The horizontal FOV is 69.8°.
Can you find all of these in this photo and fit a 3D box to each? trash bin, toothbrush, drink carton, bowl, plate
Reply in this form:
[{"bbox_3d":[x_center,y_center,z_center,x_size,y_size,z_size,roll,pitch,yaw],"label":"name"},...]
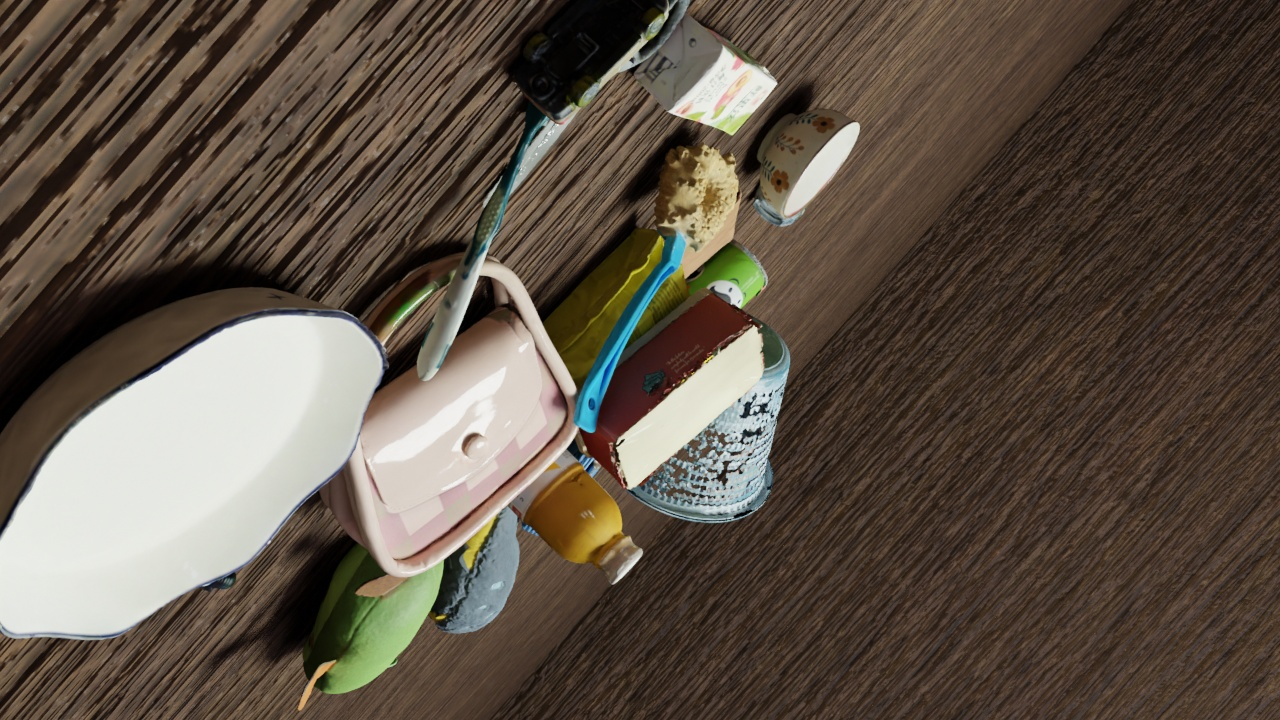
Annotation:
[{"bbox_3d":[0.081,0.049,1.115,0.225,0.226,0.195,-33,147,-49],"label":"trash bin"},{"bbox_3d":[-0.087,-0.074,0.525,0.192,0.016,0.018,-64,173,11],"label":"toothbrush"},{"bbox_3d":[0.046,-0.192,0.621,0.054,0.045,0.122,-48,167,22],"label":"drink carton"},{"bbox_3d":[0.154,-0.202,0.899,0.113,0.062,0.113,-46,166,-15],"label":"bowl"},{"bbox_3d":[-0.219,0.046,0.448,0.204,0.045,0.205,-46,165,-16],"label":"plate"}]

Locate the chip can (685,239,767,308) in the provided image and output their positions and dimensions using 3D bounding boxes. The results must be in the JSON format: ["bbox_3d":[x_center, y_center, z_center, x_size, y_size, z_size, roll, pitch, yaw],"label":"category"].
[{"bbox_3d":[0.035,-0.029,0.990,0.235,0.072,0.072,-44,166,-14],"label":"chip can"}]

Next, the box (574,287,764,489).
[{"bbox_3d":[0.029,0.028,0.767,0.168,0.079,0.091,-39,145,-18],"label":"box"}]

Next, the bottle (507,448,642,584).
[{"bbox_3d":[-0.077,0.106,0.762,0.068,0.189,0.068,-44,167,-13],"label":"bottle"}]

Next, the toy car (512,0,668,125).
[{"bbox_3d":[-0.025,-0.167,0.483,0.090,0.042,0.035,-47,176,-2],"label":"toy car"}]

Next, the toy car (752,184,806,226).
[{"bbox_3d":[0.168,-0.198,0.970,0.121,0.054,0.036,-54,167,20],"label":"toy car"}]

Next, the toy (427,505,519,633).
[{"bbox_3d":[-0.187,0.237,1.037,0.357,0.091,0.137,117,-8,-50],"label":"toy"}]

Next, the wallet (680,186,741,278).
[{"bbox_3d":[0.056,-0.116,0.929,0.115,0.020,0.101,-42,166,-12],"label":"wallet"}]

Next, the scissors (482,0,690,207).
[{"bbox_3d":[-0.037,-0.160,0.533,0.172,0.014,0.145,-39,165,-24],"label":"scissors"}]

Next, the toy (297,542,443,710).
[{"bbox_3d":[-0.231,0.213,0.802,0.247,0.090,0.226,-53,180,32],"label":"toy"}]

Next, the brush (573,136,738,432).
[{"bbox_3d":[0.008,-0.062,0.718,0.083,0.046,0.254,39,75,-55],"label":"brush"}]

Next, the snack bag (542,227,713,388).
[{"bbox_3d":[-0.005,0.005,0.843,0.158,0.068,0.247,-46,149,-11],"label":"snack bag"}]

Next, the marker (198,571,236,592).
[{"bbox_3d":[-0.281,0.128,0.556,0.022,0.018,0.131,-38,165,-10],"label":"marker"}]

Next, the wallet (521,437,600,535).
[{"bbox_3d":[-0.091,0.130,1.054,0.133,0.040,0.106,-52,-163,7],"label":"wallet"}]

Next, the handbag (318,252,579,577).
[{"bbox_3d":[-0.134,0.021,0.621,0.192,0.093,0.235,-40,153,-29],"label":"handbag"}]
